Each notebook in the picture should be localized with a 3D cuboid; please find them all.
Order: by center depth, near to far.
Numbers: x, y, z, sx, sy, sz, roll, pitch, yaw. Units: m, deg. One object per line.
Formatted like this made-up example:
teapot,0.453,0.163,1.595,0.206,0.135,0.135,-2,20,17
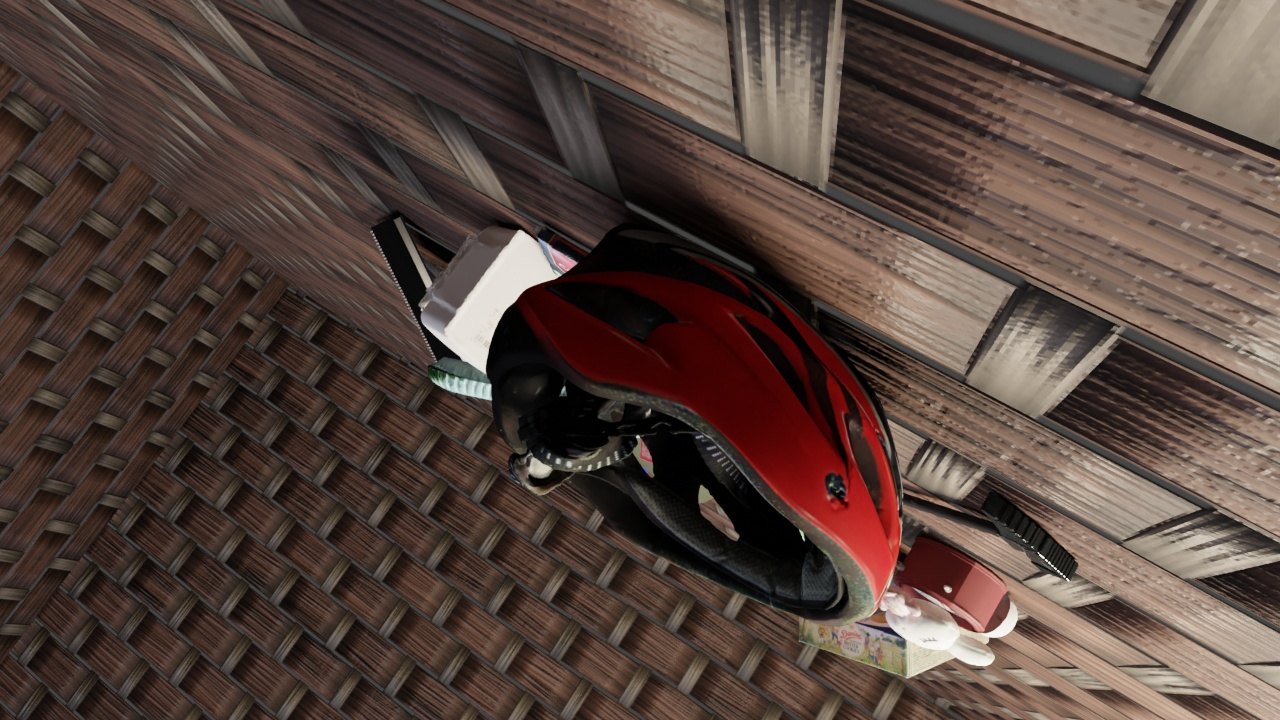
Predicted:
notebook,-0.243,-0.062,1.038,0.149,0.016,0.207,8,125,65

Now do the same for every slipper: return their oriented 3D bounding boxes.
slipper,-0.068,0.024,0.893,0.276,0.069,0.116,15,-178,-23

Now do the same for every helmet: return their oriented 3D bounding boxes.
helmet,0.038,0.045,0.536,0.272,0.166,0.218,42,154,-8

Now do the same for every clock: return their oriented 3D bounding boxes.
clock,0.293,0.215,0.858,0.137,0.048,0.096,43,166,-34

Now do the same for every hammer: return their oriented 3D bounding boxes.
hammer,0.195,0.105,0.758,0.095,0.015,0.325,38,168,-25

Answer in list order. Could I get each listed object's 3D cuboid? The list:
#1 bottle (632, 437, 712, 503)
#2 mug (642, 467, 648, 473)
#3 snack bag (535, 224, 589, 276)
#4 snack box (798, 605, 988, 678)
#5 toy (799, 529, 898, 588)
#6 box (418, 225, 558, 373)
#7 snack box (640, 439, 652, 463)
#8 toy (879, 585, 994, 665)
bottle,0.011,0.082,1.030,0.206,0.071,0.071,39,168,-27
mug,-0.023,0.087,1.166,0.083,0.079,0.111,38,-164,-21
snack bag,-0.008,-0.046,0.683,0.155,0.018,0.075,33,170,12
snack box,0.269,0.283,0.983,0.144,0.042,0.145,-5,-175,-38
toy,0.201,0.203,0.939,0.222,0.120,0.171,30,173,-20
box,-0.135,-0.054,0.773,0.130,0.110,0.103,19,161,50
snack box,0.077,0.084,0.810,0.132,0.021,0.089,3,-177,-26
toy,0.259,0.240,0.836,0.125,0.037,0.076,34,165,-21
